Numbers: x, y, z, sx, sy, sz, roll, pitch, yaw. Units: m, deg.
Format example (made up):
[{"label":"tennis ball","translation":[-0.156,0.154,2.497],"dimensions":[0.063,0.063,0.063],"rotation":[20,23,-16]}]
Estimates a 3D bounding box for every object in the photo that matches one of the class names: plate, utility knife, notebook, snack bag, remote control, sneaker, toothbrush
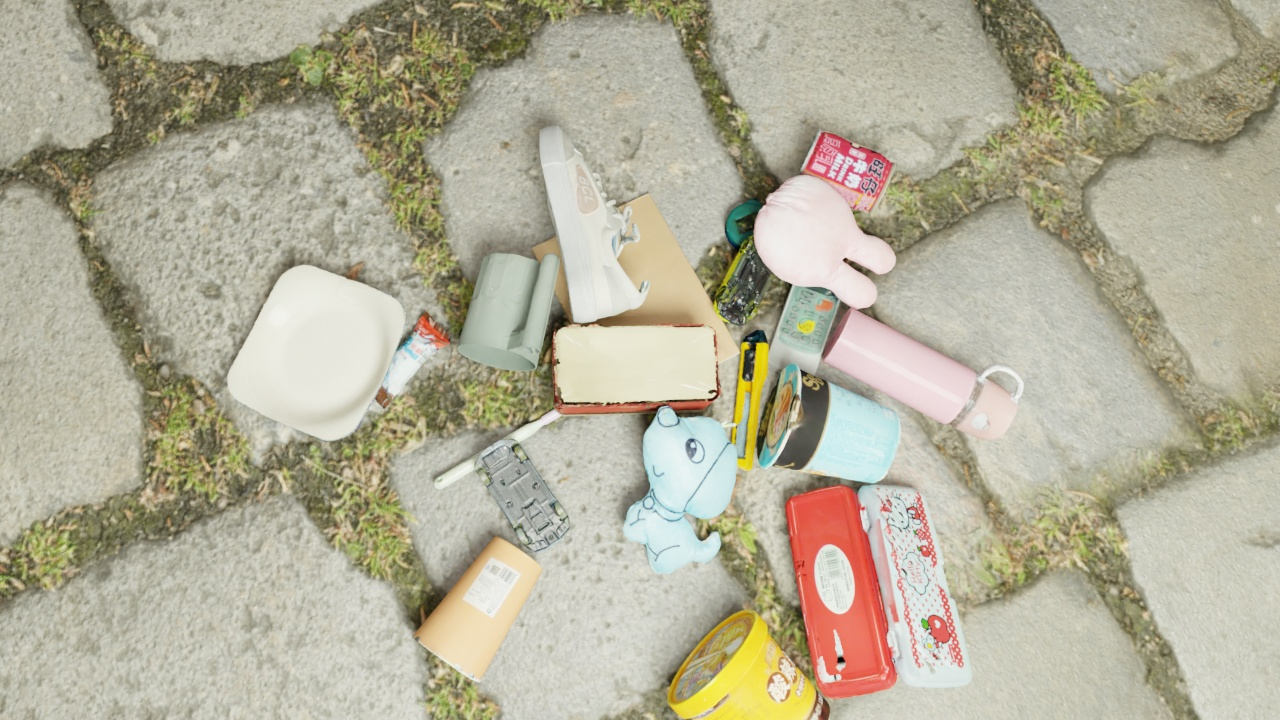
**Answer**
[{"label":"plate","translation":[-0.328,-0.007,0.949],"dimensions":[0.164,0.034,0.164],"rotation":[21,79,15]},{"label":"utility knife","translation":[0.115,0.041,0.971],"dimensions":[0.033,0.015,0.153],"rotation":[-1,76,34]},{"label":"notebook","translation":[-0.005,-0.065,1.002],"dimensions":[0.149,0.012,0.211],"rotation":[-27,79,-10]},{"label":"snack bag","translation":[-0.247,0.000,0.967],"dimensions":[0.048,0.026,0.104],"rotation":[41,77,18]},{"label":"remote control","translation":[0.181,-0.045,1.001],"dimensions":[0.056,0.019,0.135],"rotation":[22,76,2]},{"label":"sneaker","translation":[-0.050,-0.154,0.967],"dimensions":[0.090,0.090,0.242],"rotation":[-12,65,-6]},{"label":"toothbrush","translation":[-0.132,0.079,0.956],"dimensions":[0.189,0.020,0.029],"rotation":[-32,51,-10]}]

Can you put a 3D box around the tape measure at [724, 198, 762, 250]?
[{"label":"tape measure","translation":[0.122,-0.148,1.021],"dimensions":[0.054,0.025,0.058],"rotation":[-30,79,-10]}]

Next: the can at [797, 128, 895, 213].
[{"label":"can","translation":[0.227,-0.209,1.019],"dimensions":[0.094,0.066,0.066],"rotation":[24,76,3]}]

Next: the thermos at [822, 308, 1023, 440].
[{"label":"thermos","translation":[0.298,0.010,0.962],"dimensions":[0.198,0.087,0.067],"rotation":[27,32,6]}]

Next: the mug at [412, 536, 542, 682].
[{"label":"mug","translation":[-0.153,0.237,0.890],"dimensions":[0.078,0.078,0.122],"rotation":[33,73,5]}]

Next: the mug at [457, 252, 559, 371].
[{"label":"mug","translation":[-0.126,-0.052,0.939],"dimensions":[0.083,0.124,0.103],"rotation":[22,71,-32]}]

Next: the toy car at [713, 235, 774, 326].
[{"label":"toy car","translation":[0.115,-0.089,0.996],"dimensions":[0.048,0.032,0.105],"rotation":[30,84,-23]}]

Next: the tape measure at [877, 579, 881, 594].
[{"label":"tape measure","translation":[0.228,0.227,0.932],"dimensions":[0.057,0.029,0.060],"rotation":[-30,80,-10]}]

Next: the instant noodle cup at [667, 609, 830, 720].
[{"label":"instant noodle cup","translation":[0.105,0.317,0.864],"dimensions":[0.114,0.118,0.118],"rotation":[45,78,0]}]

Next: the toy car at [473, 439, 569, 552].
[{"label":"toy car","translation":[-0.120,0.137,0.931],"dimensions":[0.054,0.037,0.120],"rotation":[-34,87,-9]}]

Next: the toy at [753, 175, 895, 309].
[{"label":"toy","translation":[0.196,-0.124,0.983],"dimensions":[0.159,0.054,0.121],"rotation":[36,74,-9]}]

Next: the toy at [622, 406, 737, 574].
[{"label":"toy","translation":[0.045,0.126,0.921],"dimensions":[0.156,0.050,0.161],"rotation":[-40,106,-7]}]

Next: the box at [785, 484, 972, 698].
[{"label":"box","translation":[0.227,0.216,0.888],"dimensions":[0.160,0.065,0.200],"rotation":[-6,59,0]}]

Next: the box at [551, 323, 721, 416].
[{"label":"box","translation":[-0.006,0.006,0.933],"dimensions":[0.168,0.078,0.091],"rotation":[-1,77,-9]}]

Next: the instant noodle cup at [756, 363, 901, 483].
[{"label":"instant noodle cup","translation":[0.194,0.073,0.934],"dimensions":[0.120,0.111,0.111],"rotation":[17,76,-6]}]
